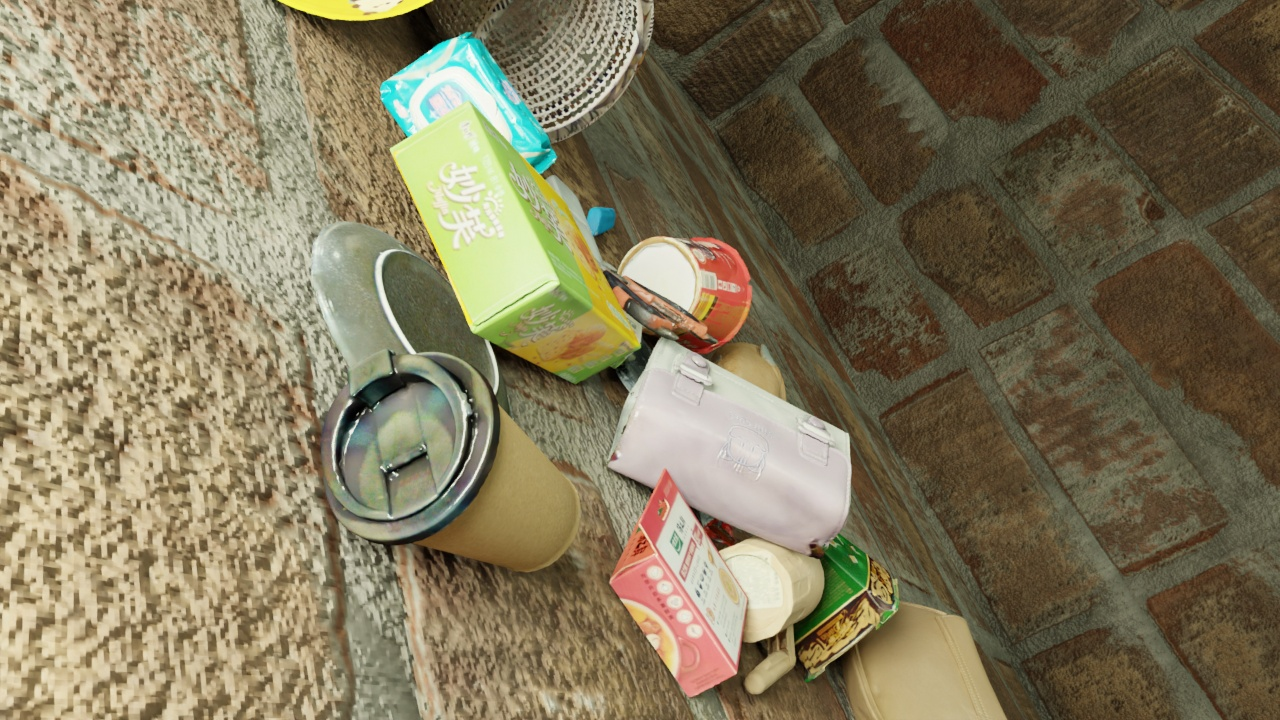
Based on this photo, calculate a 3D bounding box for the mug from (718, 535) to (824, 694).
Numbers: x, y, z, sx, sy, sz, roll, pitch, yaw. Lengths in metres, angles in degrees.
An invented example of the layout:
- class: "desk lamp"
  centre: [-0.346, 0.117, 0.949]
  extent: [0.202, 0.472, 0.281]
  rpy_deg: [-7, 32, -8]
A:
- class: "mug"
  centre: [0.105, 0.211, 0.781]
  extent: [0.103, 0.084, 0.124]
  rpy_deg: [13, 73, -66]

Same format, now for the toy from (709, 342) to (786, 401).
- class: "toy"
  centre: [0.139, 0.049, 1.168]
  extent: [0.143, 0.083, 0.225]
  rpy_deg: [46, 20, -10]

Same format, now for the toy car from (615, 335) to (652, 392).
- class: "toy car"
  centre: [-0.005, 0.005, 0.900]
  extent: [0.043, 0.034, 0.090]
  rpy_deg: [56, 18, -15]

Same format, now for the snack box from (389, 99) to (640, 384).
- class: "snack box"
  centre: [-0.086, -0.078, 0.704]
  extent: [0.157, 0.070, 0.210]
  rpy_deg: [63, 8, 17]

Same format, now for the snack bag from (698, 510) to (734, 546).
- class: "snack bag"
  centre: [0.070, 0.141, 0.879]
  extent: [0.045, 0.026, 0.105]
  rpy_deg: [41, 19, -26]

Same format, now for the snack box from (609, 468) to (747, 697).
- class: "snack box"
  centre: [0.026, 0.159, 0.677]
  extent: [0.127, 0.044, 0.113]
  rpy_deg: [57, 16, -5]

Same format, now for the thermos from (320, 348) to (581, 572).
- class: "thermos"
  centre: [-0.088, 0.059, 0.462]
  extent: [0.143, 0.093, 0.093]
  rpy_deg: [47, 17, -56]

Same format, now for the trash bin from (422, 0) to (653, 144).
- class: "trash bin"
  centre: [-0.130, -0.374, 0.973]
  extent: [0.192, 0.228, 0.227]
  rpy_deg: [51, 12, 24]

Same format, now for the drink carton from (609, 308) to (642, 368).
- class: "drink carton"
  centre: [-0.030, -0.040, 0.890]
  extent: [0.053, 0.046, 0.122]
  rpy_deg: [42, 18, -14]

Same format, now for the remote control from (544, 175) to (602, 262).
- class: "remote control"
  centre: [-0.073, -0.146, 1.010]
  extent: [0.056, 0.020, 0.135]
  rpy_deg: [38, 24, -51]

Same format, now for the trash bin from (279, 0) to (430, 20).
- class: "trash bin"
  centre: [-0.229, -0.417, 0.716]
  extent: [0.229, 0.230, 0.255]
  rpy_deg: [46, 14, -34]

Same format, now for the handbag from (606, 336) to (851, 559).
- class: "handbag"
  centre: [0.079, 0.074, 0.787]
  extent: [0.197, 0.099, 0.144]
  rpy_deg: [26, 28, -4]

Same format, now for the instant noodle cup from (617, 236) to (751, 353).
- class: "instant noodle cup"
  centre: [0.044, -0.081, 1.046]
  extent: [0.108, 0.138, 0.138]
  rpy_deg: [6, 53, -60]

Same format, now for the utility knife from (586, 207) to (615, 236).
- class: "utility knife"
  centre: [-0.045, -0.173, 1.133]
  extent: [0.187, 0.018, 0.034]
  rpy_deg: [-58, 159, -78]

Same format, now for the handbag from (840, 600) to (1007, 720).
- class: "handbag"
  centre: [0.289, 0.346, 0.953]
  extent: [0.204, 0.148, 0.100]
  rpy_deg: [-92, -176, -58]

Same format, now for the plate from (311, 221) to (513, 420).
- class: "plate"
  centre: [-0.132, -0.017, 0.578]
  extent: [0.179, 0.024, 0.179]
  rpy_deg: [50, 17, -23]

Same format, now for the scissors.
- class: "scissors"
  centre: [-0.019, -0.072, 0.860]
  extent: [0.226, 0.015, 0.188]
  rpy_deg: [32, 12, -5]

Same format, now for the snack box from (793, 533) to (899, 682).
- class: "snack box"
  centre: [0.172, 0.223, 0.902]
  extent: [0.105, 0.118, 0.117]
  rpy_deg: [46, 15, 4]

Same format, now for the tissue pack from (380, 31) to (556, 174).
- class: "tissue pack"
  centre: [-0.142, -0.196, 0.766]
  extent: [0.133, 0.093, 0.050]
  rpy_deg: [54, 12, -11]
